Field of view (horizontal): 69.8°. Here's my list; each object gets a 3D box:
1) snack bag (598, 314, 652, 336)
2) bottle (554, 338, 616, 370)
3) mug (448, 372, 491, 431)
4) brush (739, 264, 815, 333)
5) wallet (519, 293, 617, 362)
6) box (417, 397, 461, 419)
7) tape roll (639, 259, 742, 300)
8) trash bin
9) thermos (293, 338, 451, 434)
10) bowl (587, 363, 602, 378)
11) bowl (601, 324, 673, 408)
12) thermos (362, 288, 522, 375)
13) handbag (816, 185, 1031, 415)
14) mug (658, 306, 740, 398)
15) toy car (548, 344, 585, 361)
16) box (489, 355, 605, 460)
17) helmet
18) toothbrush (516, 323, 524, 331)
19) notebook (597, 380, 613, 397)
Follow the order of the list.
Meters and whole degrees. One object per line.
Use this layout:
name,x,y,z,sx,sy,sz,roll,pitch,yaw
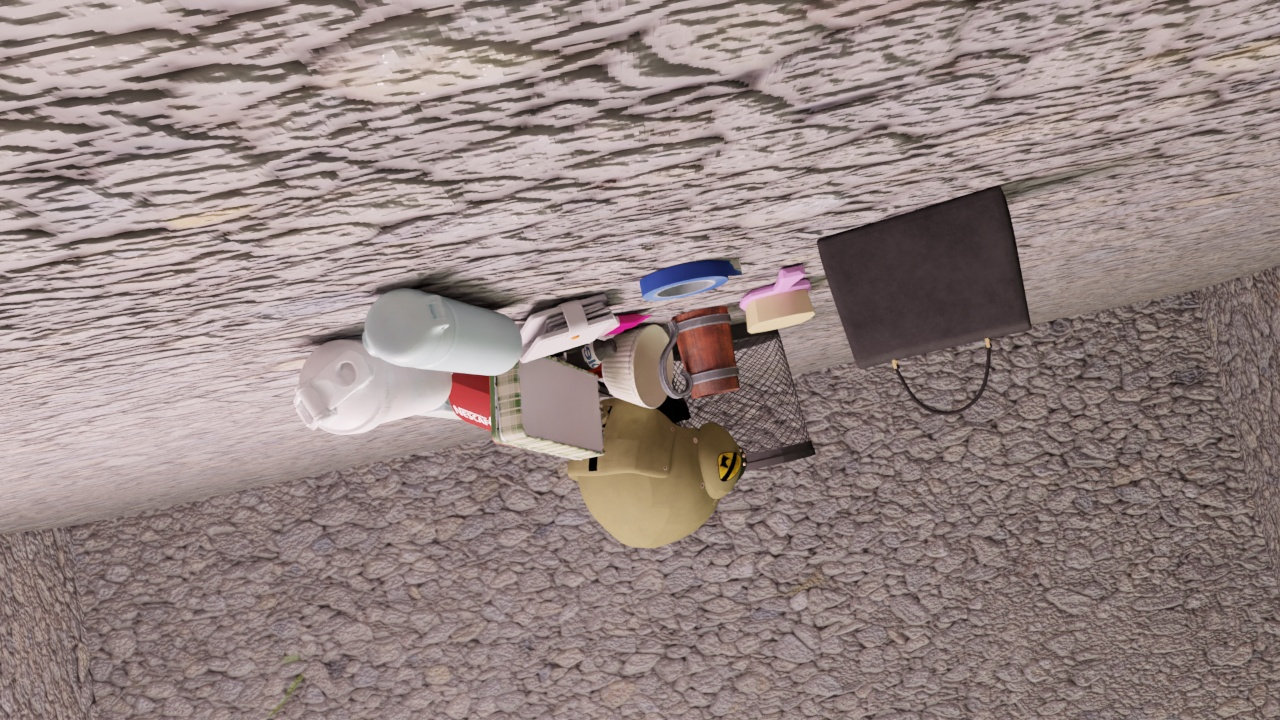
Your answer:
snack bag,-0.088,-0.035,1.107,0.196,0.016,0.070,-10,172,-23
bottle,-0.085,-0.007,1.233,0.113,0.047,0.047,-14,174,21
mug,-0.189,0.034,1.177,0.097,0.116,0.080,16,-137,35
brush,0.176,-0.074,1.136,0.089,0.043,0.229,-12,174,0
wallet,-0.070,-0.037,0.994,0.115,0.037,0.119,-18,172,-20
box,-0.256,0.074,1.442,0.083,0.067,0.198,25,-172,39
tape roll,0.044,-0.081,0.937,0.091,0.016,0.093,-8,173,-34
trash bin,0.158,0.067,1.526,0.218,0.227,0.218,-12,174,-1
thermos,-0.276,0.028,0.971,0.099,0.099,0.220,-13,177,10
bowl,-0.043,0.001,1.439,0.122,0.035,0.122,-12,174,-1
bowl,-0.008,0.007,1.266,0.063,0.115,0.115,1,-179,30
thermos,-0.173,-0.022,0.828,0.078,0.065,0.206,-20,173,12
handbag,0.287,-0.044,0.897,0.176,0.195,0.072,-15,174,25
mug,0.075,-0.007,1.236,0.117,0.111,0.082,-9,173,-27
toy car,-0.116,-0.013,1.157,0.092,0.037,0.040,-9,173,-25
box,-0.113,0.056,1.135,0.050,0.117,0.205,-13,164,23
helmet,0.013,0.143,1.352,0.251,0.255,0.232,-9,-176,43
toothbrush,-0.156,-0.035,0.982,0.015,0.016,0.186,-18,171,33
notebook,-0.159,0.041,1.440,0.209,0.029,0.169,3,175,13
